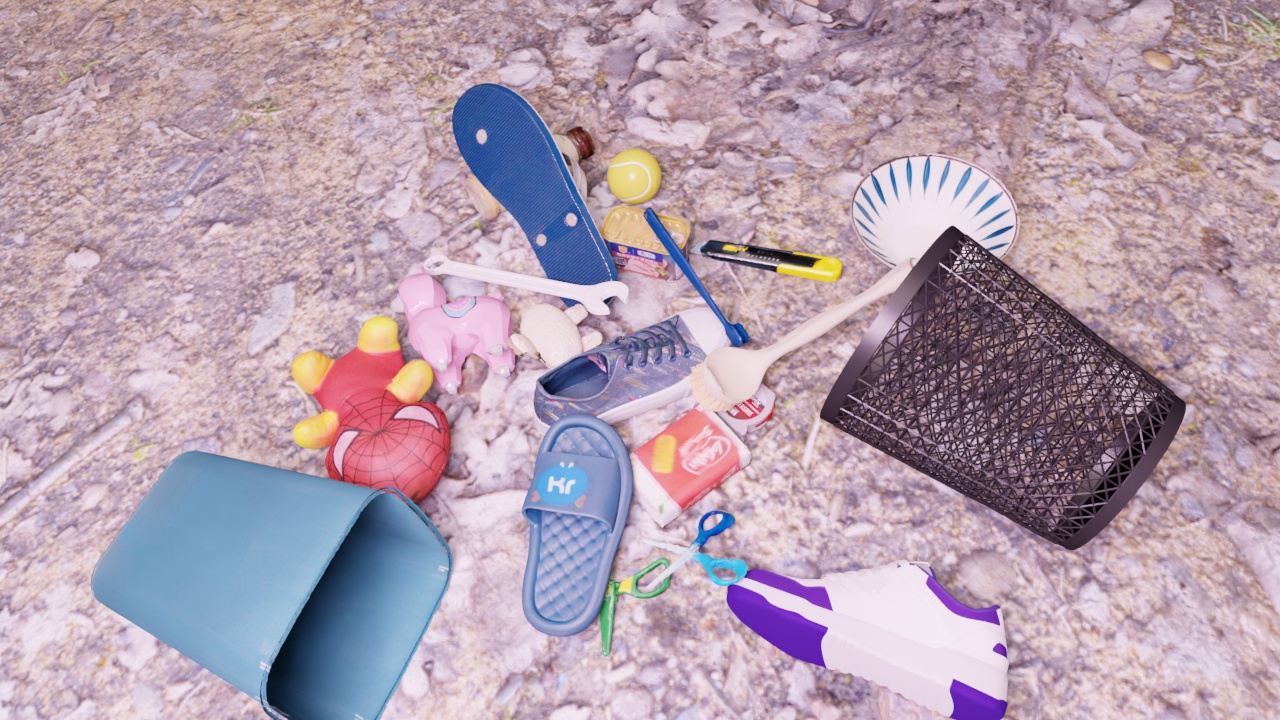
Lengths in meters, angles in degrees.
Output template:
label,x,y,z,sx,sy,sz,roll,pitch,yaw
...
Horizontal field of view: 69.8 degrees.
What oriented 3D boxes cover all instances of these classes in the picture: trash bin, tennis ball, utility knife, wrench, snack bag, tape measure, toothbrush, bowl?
label,x,y,z,sx,sy,sz,roll,pitch,yaw
trash bin,-0.323,0.195,0.807,0.219,0.197,0.198,14,60,21
tennis ball,-0.007,-0.220,1.099,0.065,0.065,0.065,-2,58,4
utility knife,0.142,-0.116,1.050,0.174,0.020,0.028,10,58,12
wrench,-0.134,-0.089,1.027,0.274,0.009,0.047,13,49,27
snack bag,0.043,0.102,0.912,0.115,0.036,0.077,-34,61,-15
tape measure,0.104,0.047,0.950,0.062,0.020,0.060,-38,62,-18
toothbrush,0.059,-0.091,0.982,0.017,0.016,0.190,-19,66,-36
trash bin,0.329,0.033,0.838,0.243,0.217,0.216,36,67,16
bowl,0.319,-0.142,1.018,0.177,0.071,0.177,-2,58,3

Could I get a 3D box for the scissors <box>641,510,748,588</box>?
label,x,y,z,sx,sy,sz,roll,pitch,yaw
scissors,0.053,0.176,0.849,0.128,0.014,0.132,2,27,39

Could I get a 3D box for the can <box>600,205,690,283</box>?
label,x,y,z,sx,sy,sz,roll,pitch,yaw
can,0.007,-0.132,1.046,0.100,0.059,0.053,15,61,14

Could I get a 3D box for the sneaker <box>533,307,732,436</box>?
label,x,y,z,sx,sy,sz,roll,pitch,yaw
sneaker,-0.006,0.005,0.951,0.235,0.079,0.087,-28,60,-12

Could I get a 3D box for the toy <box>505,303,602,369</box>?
label,x,y,z,sx,sy,sz,roll,pitch,yaw
toy,-0.097,-0.024,0.990,0.112,0.050,0.087,-26,68,-27

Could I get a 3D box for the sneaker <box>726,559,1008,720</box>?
label,x,y,z,sx,sy,sz,roll,pitch,yaw
sneaker,0.203,0.215,0.800,0.244,0.092,0.110,19,58,14

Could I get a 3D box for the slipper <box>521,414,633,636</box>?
label,x,y,z,sx,sy,sz,roll,pitch,yaw
slipper,-0.063,0.149,0.862,0.104,0.059,0.213,-1,66,15

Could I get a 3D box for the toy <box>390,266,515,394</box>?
label,x,y,z,sx,sy,sz,roll,pitch,yaw
toy,-0.205,-0.043,1.008,0.123,0.067,0.157,-19,54,-8

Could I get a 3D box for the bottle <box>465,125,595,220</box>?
label,x,y,z,sx,sy,sz,roll,pitch,yaw
bottle,-0.132,-0.233,1.123,0.162,0.057,0.056,-32,61,-14

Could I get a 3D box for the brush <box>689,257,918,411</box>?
label,x,y,z,sx,sy,sz,roll,pitch,yaw
brush,0.171,-0.031,0.926,0.272,0.077,0.062,-30,92,-7

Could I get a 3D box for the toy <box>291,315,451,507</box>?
label,x,y,z,sx,sy,sz,roll,pitch,yaw
toy,-0.266,0.063,0.928,0.147,0.099,0.216,-31,59,-2

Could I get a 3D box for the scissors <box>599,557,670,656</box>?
label,x,y,z,sx,sy,sz,roll,pitch,yaw
scissors,-0.034,0.211,0.866,0.125,0.011,0.127,-28,58,-11

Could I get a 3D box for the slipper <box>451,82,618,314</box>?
label,x,y,z,sx,sy,sz,roll,pitch,yaw
slipper,-0.107,-0.189,1.039,0.060,0.118,0.295,-27,85,-52
